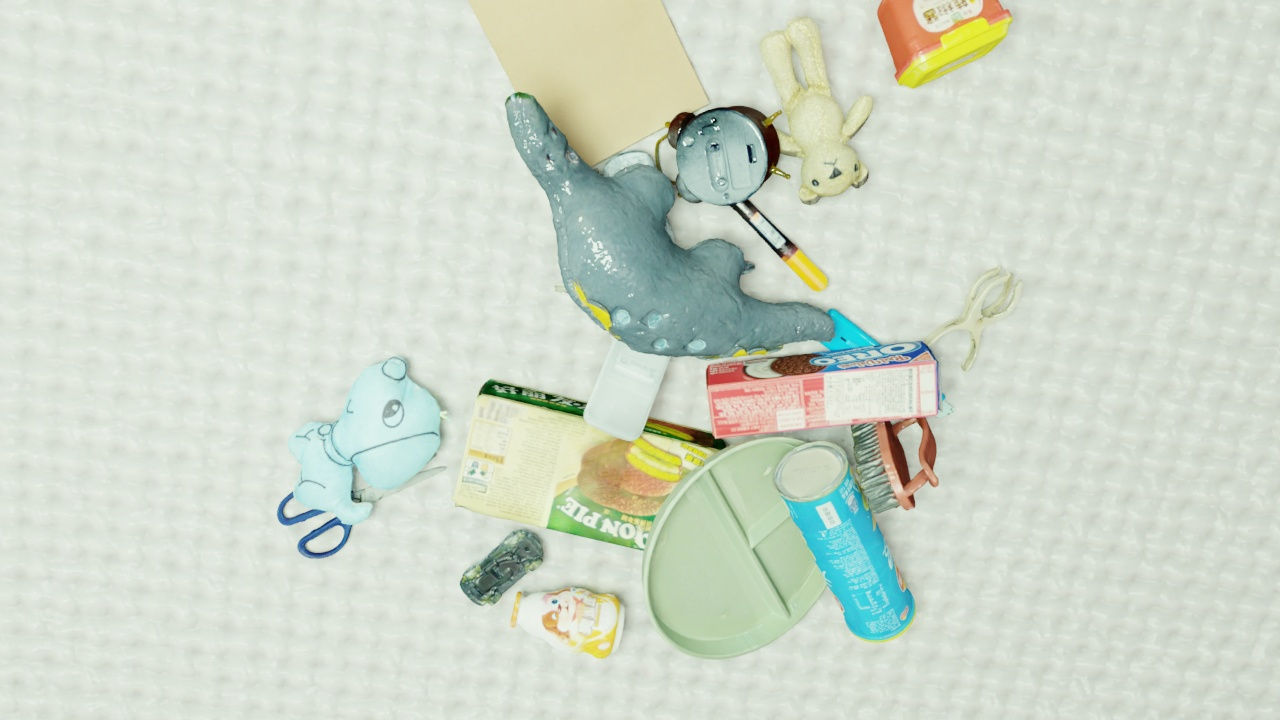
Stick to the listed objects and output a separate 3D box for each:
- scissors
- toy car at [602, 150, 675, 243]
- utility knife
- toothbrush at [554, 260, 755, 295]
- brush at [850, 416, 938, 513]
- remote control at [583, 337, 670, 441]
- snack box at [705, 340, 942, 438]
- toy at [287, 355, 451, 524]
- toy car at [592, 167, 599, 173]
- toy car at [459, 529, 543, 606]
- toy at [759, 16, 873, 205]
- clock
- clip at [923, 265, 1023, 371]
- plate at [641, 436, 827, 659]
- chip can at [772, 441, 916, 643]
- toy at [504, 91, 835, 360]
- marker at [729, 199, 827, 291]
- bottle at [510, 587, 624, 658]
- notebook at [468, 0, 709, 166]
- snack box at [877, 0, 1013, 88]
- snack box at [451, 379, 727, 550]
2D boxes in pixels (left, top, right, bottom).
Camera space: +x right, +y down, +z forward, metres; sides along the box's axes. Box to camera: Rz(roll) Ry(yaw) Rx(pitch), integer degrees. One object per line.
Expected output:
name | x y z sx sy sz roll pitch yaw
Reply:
scissors | -0.276 0.126 0.892 0.126 0.012 0.173 35 99 -9
toy car | -0.001 -0.135 0.827 0.049 0.031 0.105 -16 104 3
utility knife | 0.235 0.008 0.873 0.161 0.018 0.034 34 100 -10
toothbrush | 0.014 -0.076 0.848 0.187 0.017 0.016 -6 103 -1
brush | 0.232 0.086 0.826 0.069 0.145 0.063 -24 104 18
remote control | -0.005 0.005 0.835 0.056 0.020 0.135 23 71 -6
snack box | 0.166 0.028 0.845 0.207 0.057 0.058 -6 111 6
toy | -0.252 0.076 0.860 0.156 0.049 0.161 -2 100 -2
toy car | -0.047 -0.128 0.825 0.042 0.035 0.090 -10 113 1
toy car | -0.135 0.202 0.902 0.090 0.034 0.043 -41 98 6
toy | 0.149 -0.215 0.793 0.105 0.066 0.157 -20 110 9
clock | 0.066 -0.179 0.798 0.122 0.055 0.082 -2 111 28
clip | 0.314 -0.042 0.858 0.070 0.034 0.100 30 109 -8
plate | 0.099 0.175 0.861 0.229 0.027 0.230 -10 112 -25
chip can | 0.192 0.172 0.852 0.071 0.071 0.210 -28 121 5
toy | 0.010 -0.081 0.784 0.356 0.091 0.138 36 94 -20
marker | 0.126 -0.110 0.845 0.124 0.015 0.018 44 97 -8
bottle | -0.072 0.254 0.901 0.108 0.063 0.063 12 103 -4
notebook | -0.052 -0.286 0.800 0.149 0.012 0.211 -27 103 6
snack box | 0.252 -0.287 0.776 0.091 0.082 0.080 -25 89 3
snack box | -0.046 0.103 0.866 0.240 0.063 0.114 13 103 -5
